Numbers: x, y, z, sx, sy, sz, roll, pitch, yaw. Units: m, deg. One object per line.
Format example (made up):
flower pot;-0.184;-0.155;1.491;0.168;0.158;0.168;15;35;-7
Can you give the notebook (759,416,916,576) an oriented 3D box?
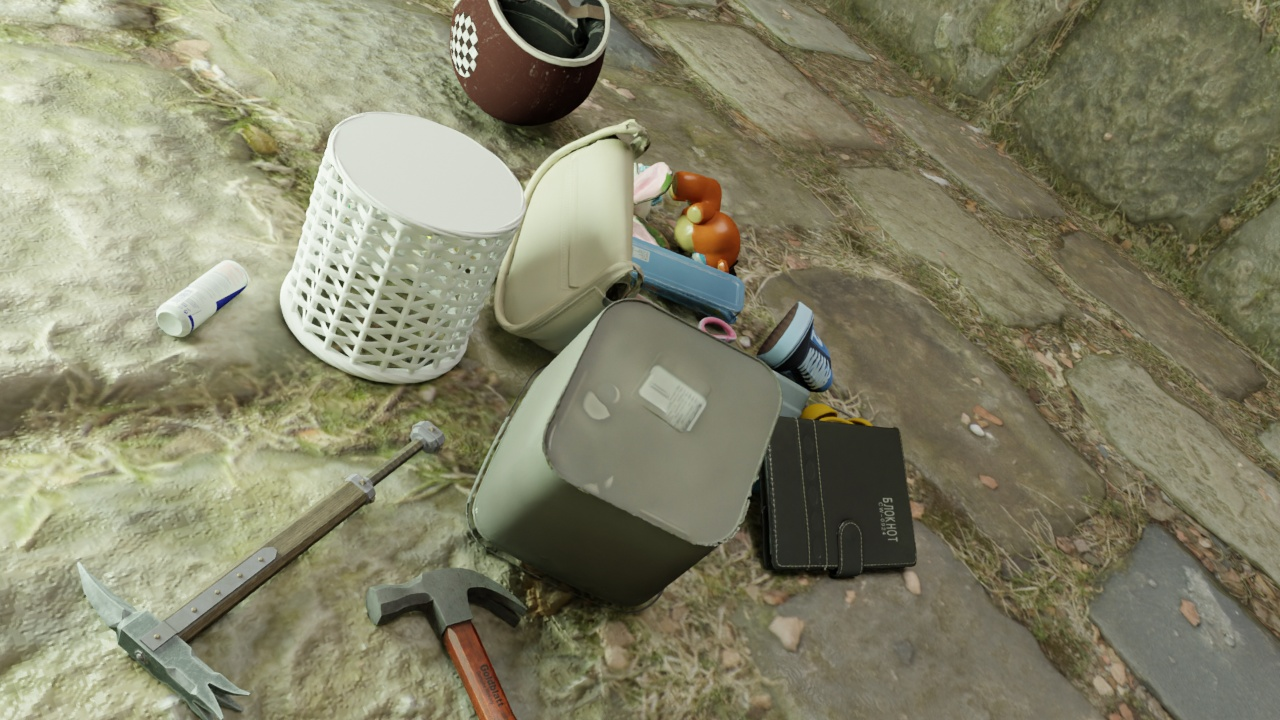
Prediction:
notebook;0.214;0.147;0.992;0.208;0.030;0.169;6;73;-30

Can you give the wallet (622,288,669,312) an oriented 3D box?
wallet;0.005;-0.052;1.143;0.123;0.020;0.072;32;35;-1

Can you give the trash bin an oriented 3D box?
trash bin;-0.012;0.076;0.737;0.197;0.221;0.197;27;65;-6

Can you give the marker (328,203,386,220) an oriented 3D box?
marker;-0.303;-0.172;1.057;0.145;0.017;0.017;8;41;-31

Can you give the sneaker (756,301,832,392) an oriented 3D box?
sneaker;0.202;-0.008;1.116;0.098;0.083;0.241;38;4;7

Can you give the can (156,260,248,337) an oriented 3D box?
can;-0.395;-0.056;0.830;0.032;0.032;0.095;29;35;-4

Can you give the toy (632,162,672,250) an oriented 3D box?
toy;-0.013;-0.239;1.303;0.105;0.131;0.205;2;28;-6

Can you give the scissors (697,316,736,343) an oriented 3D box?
scissors;0.074;-0.011;1.124;0.178;0.016;0.108;2;57;-50

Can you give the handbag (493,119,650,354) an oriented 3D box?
handbag;-0.051;-0.125;1.012;0.131;0.185;0.228;25;56;-44

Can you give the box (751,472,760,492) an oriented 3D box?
box;0.026;0.087;0.971;0.231;0.094;0.110;3;5;-33

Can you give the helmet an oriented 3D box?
helmet;-0.165;-0.468;1.315;0.233;0.254;0.233;-1;71;-31

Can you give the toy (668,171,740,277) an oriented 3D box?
toy;0.092;-0.183;1.276;0.176;0.096;0.112;56;1;-6

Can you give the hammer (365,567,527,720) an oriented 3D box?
hammer;-0.091;0.279;0.656;0.110;0.028;0.300;-5;49;-40

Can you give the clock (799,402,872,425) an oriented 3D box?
clock;0.242;0.110;1.100;0.113;0.052;0.151;20;40;-16

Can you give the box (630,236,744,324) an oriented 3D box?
box;0.034;-0.099;1.209;0.210;0.064;0.069;19;53;-15

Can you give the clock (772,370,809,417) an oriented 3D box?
clock;0.131;0.025;1.064;0.122;0.045;0.159;30;1;33

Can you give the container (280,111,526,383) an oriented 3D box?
container;-0.229;-0.108;0.885;0.189;0.187;0.189;20;36;-16

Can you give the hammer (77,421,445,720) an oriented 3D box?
hammer;-0.258;0.125;0.716;0.147;0.028;0.315;37;35;7

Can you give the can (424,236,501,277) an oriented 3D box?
can;-0.192;-0.138;1.056;0.105;0.068;0.067;15;38;-24
